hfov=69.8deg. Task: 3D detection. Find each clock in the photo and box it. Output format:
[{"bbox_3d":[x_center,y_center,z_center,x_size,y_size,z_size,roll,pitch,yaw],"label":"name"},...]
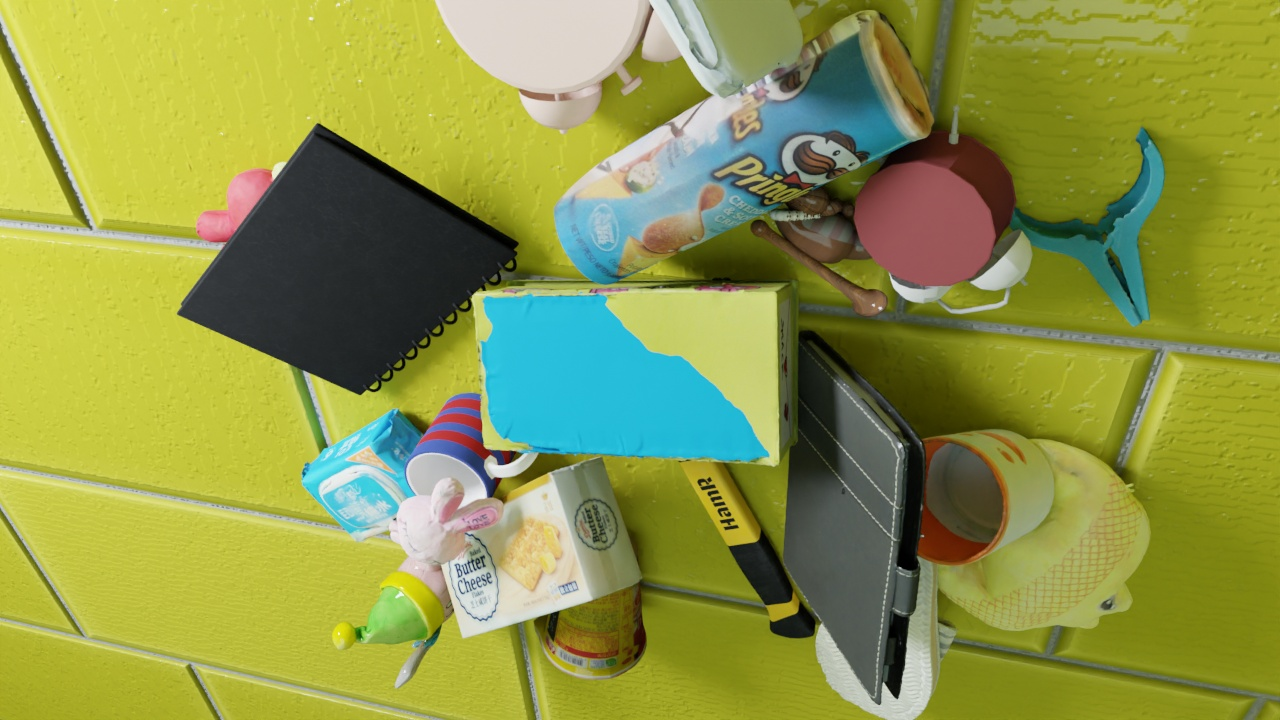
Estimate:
[{"bbox_3d":[0.179,-0.081,0.547,0.087,0.044,0.124,-9,121,48],"label":"clock"},{"bbox_3d":[-0.053,-0.215,0.517,0.131,0.086,0.160,-25,122,32],"label":"clock"}]

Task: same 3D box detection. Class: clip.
[{"bbox_3d":[0.277,-0.087,0.540,0.120,0.033,0.119,24,126,-1],"label":"clip"}]

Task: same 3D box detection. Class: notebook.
[{"bbox_3d":[0.141,0.106,0.631,0.029,0.169,0.209,-12,119,-12],"label":"notebook"},{"bbox_3d":[-0.222,-0.059,0.695,0.169,0.019,0.232,29,133,-32],"label":"notebook"}]

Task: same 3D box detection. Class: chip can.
[{"bbox_3d":[0.053,-0.121,0.554,0.230,0.079,0.080,-22,117,32],"label":"chip can"}]

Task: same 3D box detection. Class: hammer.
[{"bbox_3d":[0.079,0.126,0.768,0.170,0.034,0.324,-15,122,26],"label":"hammer"}]

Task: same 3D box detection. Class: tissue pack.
[{"bbox_3d":[-0.239,0.110,0.837,0.145,0.061,0.093,-26,115,33],"label":"tissue pack"}]

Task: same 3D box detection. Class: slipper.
[{"bbox_3d":[0.198,0.210,0.755,0.114,0.053,0.273,24,142,30],"label":"slipper"}]

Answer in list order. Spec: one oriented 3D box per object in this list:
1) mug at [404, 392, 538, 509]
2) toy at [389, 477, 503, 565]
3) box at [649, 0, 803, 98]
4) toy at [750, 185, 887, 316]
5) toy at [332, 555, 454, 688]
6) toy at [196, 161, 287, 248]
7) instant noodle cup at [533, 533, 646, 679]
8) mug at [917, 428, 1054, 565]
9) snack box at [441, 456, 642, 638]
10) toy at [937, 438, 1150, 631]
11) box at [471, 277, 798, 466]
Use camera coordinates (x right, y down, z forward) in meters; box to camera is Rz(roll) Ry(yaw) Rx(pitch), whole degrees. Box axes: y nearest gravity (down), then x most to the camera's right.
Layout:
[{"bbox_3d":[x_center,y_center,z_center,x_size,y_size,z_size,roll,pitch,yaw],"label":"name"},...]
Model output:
[{"bbox_3d":[-0.132,0.076,0.766,0.112,0.076,0.075,-11,122,25],"label":"mug"},{"bbox_3d":[-0.162,0.132,0.738,0.063,0.047,0.110,36,126,-21],"label":"toy"},{"bbox_3d":[0.007,-0.229,0.456,0.063,0.118,0.214,-17,109,40],"label":"box"},{"bbox_3d":[0.120,-0.076,0.587,0.102,0.041,0.055,31,91,-18],"label":"toy"},{"bbox_3d":[-0.227,0.237,0.886,0.097,0.131,0.124,14,130,1],"label":"toy"},{"bbox_3d":[-0.274,-0.103,0.695,0.135,0.045,0.092,-17,125,24],"label":"toy"},{"bbox_3d":[-0.038,0.214,0.837,0.100,0.100,0.113,12,120,9],"label":"instant noodle cup"},{"bbox_3d":[0.224,0.089,0.622,0.082,0.105,0.082,1,92,40],"label":"mug"},{"bbox_3d":[-0.096,0.164,0.781,0.208,0.057,0.104,-30,75,45],"label":"snack box"},{"bbox_3d":[0.296,0.138,0.683,0.155,0.064,0.171,45,126,2],"label":"toy"},{"bbox_3d":[-0.004,0.004,0.645,0.221,0.079,0.124,0,100,21],"label":"box"}]
